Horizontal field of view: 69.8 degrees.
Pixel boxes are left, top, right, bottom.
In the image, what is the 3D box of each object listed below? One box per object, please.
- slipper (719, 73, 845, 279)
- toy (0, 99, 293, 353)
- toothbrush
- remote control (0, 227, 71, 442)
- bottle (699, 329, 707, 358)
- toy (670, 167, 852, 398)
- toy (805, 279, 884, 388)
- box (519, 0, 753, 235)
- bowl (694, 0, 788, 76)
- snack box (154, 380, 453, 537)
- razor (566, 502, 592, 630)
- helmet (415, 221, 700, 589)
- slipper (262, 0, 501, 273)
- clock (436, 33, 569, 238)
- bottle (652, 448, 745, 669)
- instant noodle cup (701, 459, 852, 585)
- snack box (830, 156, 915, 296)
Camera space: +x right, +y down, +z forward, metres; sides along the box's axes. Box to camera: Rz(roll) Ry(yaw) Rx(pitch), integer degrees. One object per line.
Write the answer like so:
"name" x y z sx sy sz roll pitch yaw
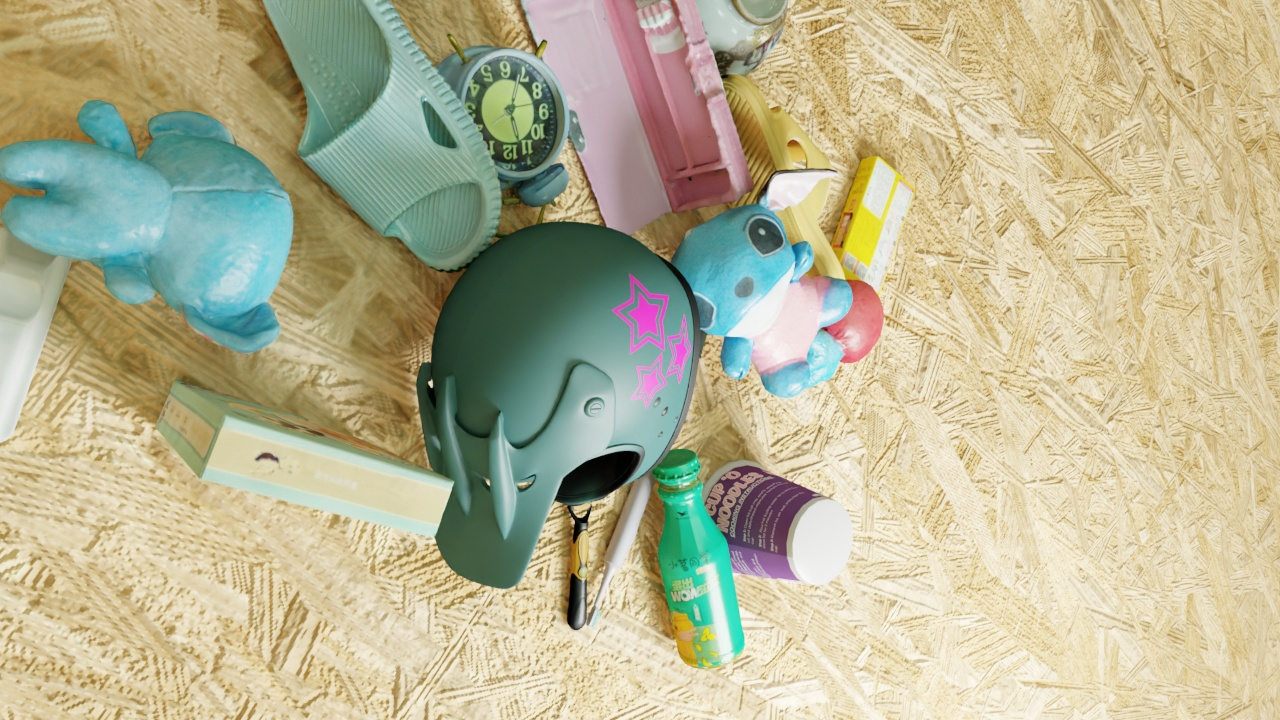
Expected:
"slipper" 0.139 -0.170 0.907 0.078 0.100 0.263 -45 120 -26
"toy" -0.314 -0.085 0.589 0.180 0.115 0.183 -1 71 -53
"toothbrush" -0.014 0.160 0.866 0.019 0.018 0.187 30 76 -34
"remote control" -0.405 -0.016 0.578 0.050 0.022 0.133 19 82 -34
"bottle" 0.064 -0.063 0.898 0.033 0.033 0.123 15 85 -35
"toy" 0.117 -0.069 0.851 0.191 0.099 0.224 35 94 -34
"toy" 0.211 -0.027 0.989 0.132 0.062 0.092 -45 126 -7
"box" 0.000 -0.231 0.805 0.115 0.107 0.233 -36 114 -38
"bowl" 0.082 -0.340 0.855 0.159 0.094 0.160 -3 95 -35
"snack box" -0.227 0.062 0.602 0.141 0.194 0.044 24 81 -33
"razor" -0.056 0.176 0.838 0.044 0.021 0.144 -1 96 -35
"helmet" -0.075 0.029 0.718 0.199 0.176 0.275 -14 124 -45
"slipper" -0.195 -0.184 0.662 0.276 0.116 0.069 61 25 -17
"clock" -0.114 -0.181 0.750 0.117 0.060 0.162 -15 105 -35
"bottle" 0.051 0.188 0.877 0.068 0.068 0.210 -21 108 -32
"instant noodle cup" 0.143 0.165 0.912 0.136 0.122 0.122 -17 103 -33
"snack box" 0.257 -0.145 1.033 0.075 0.025 0.152 29 76 -33
